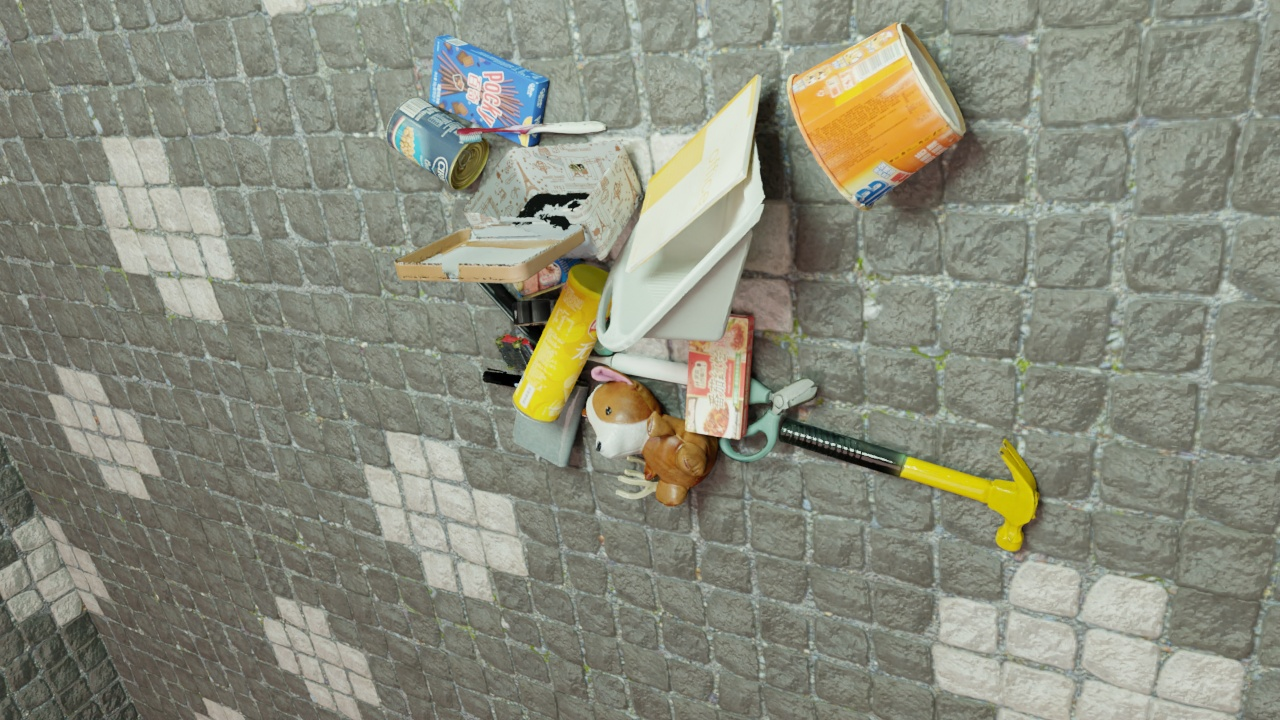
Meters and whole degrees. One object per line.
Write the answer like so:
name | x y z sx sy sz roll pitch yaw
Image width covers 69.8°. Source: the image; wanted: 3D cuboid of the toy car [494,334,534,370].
toy car | -0.168 -0.010 1.280 0.106 0.031 0.049 10 129 59

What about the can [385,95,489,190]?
can | -0.261 -0.279 1.176 0.111 0.075 0.075 34 129 12

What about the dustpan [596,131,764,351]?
dustpan | 0.031 -0.129 0.983 0.142 0.222 0.258 4 133 -3

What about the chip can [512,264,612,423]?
chip can | -0.097 -0.018 1.183 0.072 0.071 0.214 34 119 11

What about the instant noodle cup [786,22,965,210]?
instant noodle cup | 0.225 -0.233 0.861 0.112 0.151 0.151 -30 98 31

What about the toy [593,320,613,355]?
toy | -0.069 -0.040 1.222 0.092 0.030 0.097 35 122 16

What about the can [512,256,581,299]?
can | -0.133 -0.134 1.192 0.102 0.057 0.083 -15 110 37

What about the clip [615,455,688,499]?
clip | 0.013 0.164 1.290 0.101 0.096 0.035 -2 123 -15

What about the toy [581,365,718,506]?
toy | 0.001 0.099 1.206 0.199 0.130 0.140 44 139 15

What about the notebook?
notebook | 0.055 -0.193 0.974 0.010 0.145 0.207 27 145 -22

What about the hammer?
hammer | 0.309 0.123 1.077 0.301 0.032 0.129 16 123 24

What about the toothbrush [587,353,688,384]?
toothbrush | -0.007 0.007 1.212 0.221 0.026 0.026 9 78 27

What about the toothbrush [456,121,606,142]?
toothbrush | -0.132 -0.275 1.106 0.188 0.016 0.017 0 132 12

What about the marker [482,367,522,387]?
marker | -0.164 0.029 1.292 0.132 0.022 0.020 8 165 27

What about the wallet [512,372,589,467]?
wallet | -0.132 0.074 1.318 0.107 0.036 0.130 25 113 23

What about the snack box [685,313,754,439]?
snack box | 0.096 0.017 1.126 0.075 0.025 0.153 8 104 24

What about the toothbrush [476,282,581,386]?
toothbrush | -0.156 -0.047 1.267 0.212 0.026 0.027 48 117 4

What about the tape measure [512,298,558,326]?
tape measure | -0.138 -0.064 1.224 0.066 0.065 0.033 176 89 -74

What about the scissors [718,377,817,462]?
scissors | 0.156 0.079 1.124 0.186 0.019 0.129 -4 95 45

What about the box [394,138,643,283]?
box | -0.132 -0.149 1.039 0.179 0.260 0.103 4 137 30

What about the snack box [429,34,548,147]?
snack box | -0.190 -0.333 1.133 0.157 0.026 0.085 27 127 16
